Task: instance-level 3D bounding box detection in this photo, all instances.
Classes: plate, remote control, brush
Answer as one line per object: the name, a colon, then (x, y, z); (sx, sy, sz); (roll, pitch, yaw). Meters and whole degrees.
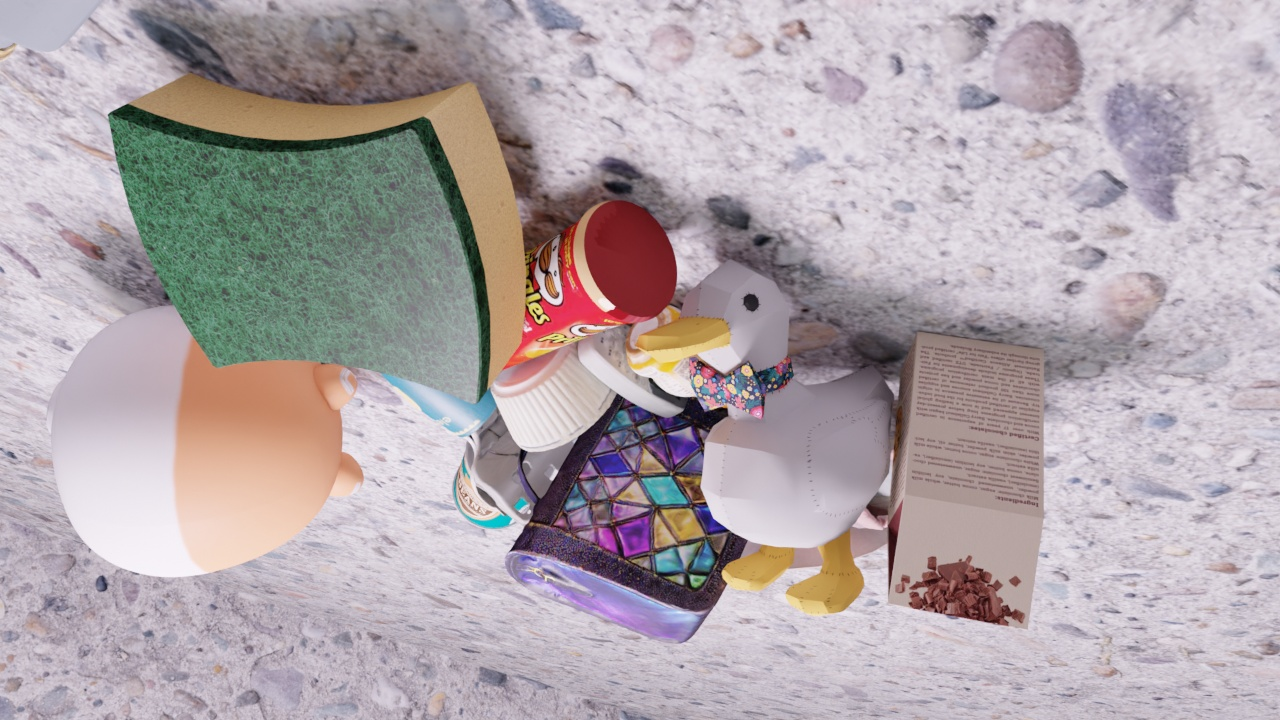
plate: (0.177, 0.174, 0.974); (0.189, 0.027, 0.188); (-10, -173, 1)
remote control: (-0.005, 0.005, 0.793); (0.114, 0.060, 0.028); (35, 137, -28)
brush: (-0.209, -0.082, 0.619); (0.250, 0.075, 0.195); (7, 127, 17)

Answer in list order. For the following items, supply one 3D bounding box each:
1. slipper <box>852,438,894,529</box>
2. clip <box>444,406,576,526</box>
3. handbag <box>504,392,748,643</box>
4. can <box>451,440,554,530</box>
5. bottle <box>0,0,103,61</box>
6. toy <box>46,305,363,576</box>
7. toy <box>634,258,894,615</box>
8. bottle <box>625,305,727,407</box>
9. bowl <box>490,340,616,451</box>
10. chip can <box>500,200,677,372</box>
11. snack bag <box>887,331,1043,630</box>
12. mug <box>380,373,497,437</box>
slipper: (0.201, 0.118, 0.839); (0.114, 0.054, 0.275); (31, 150, -30)
clip: (-0.136, 0.087, 0.956); (0.147, 0.124, 0.082); (37, 147, 7)
handbag: (-0.011, 0.130, 0.842); (0.222, 0.204, 0.126); (26, 151, 7)
can: (-0.157, 0.127, 1.045); (0.099, 0.099, 0.144); (18, 152, -9)
bottle: (-0.370, -0.224, 0.547); (0.162, 0.046, 0.072); (-13, 143, 40)
toy: (-0.425, 0.075, 0.915); (0.280, 0.265, 0.263); (0, 122, -12)
toy: (0.111, 0.052, 0.706); (0.246, 0.267, 0.141); (-14, -169, -37)
bottle: (0.041, 0.001, 0.763); (0.108, 0.063, 0.063); (32, 147, -31)
bowl: (-0.082, 0.017, 0.809); (0.116, 0.115, 0.062); (-10, 130, 37)
chip can: (-0.074, -0.046, 0.704); (0.087, 0.086, 0.214); (32, 148, -31)
snack bag: (0.241, 0.090, 0.686); (0.094, 0.206, 0.070); (9, 152, 9)
mug: (-0.195, 0.008, 0.876); (0.104, 0.084, 0.112); (37, 173, -27)
